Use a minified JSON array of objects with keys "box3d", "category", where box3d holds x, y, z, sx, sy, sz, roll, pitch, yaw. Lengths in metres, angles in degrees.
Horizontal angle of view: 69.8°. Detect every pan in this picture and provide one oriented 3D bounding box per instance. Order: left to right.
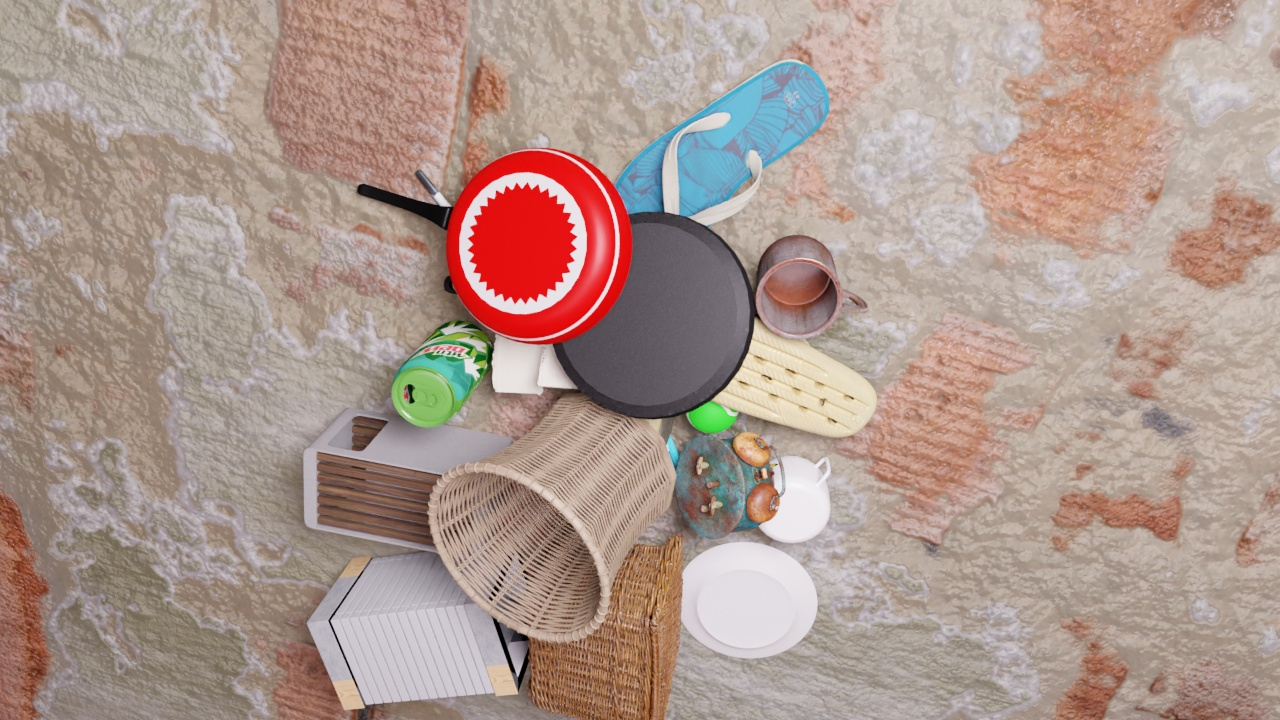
[{"box3d":[-0.178,-0.145,0.997,0.356,0.067,0.209,20,98,18],"category":"pan"},{"box3d":[-0.055,-0.059,0.999,0.357,0.034,0.225,10,93,12],"category":"pan"}]

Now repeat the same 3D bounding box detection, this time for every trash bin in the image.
[{"box3d":[-0.290,0.153,1.162,0.229,0.114,0.115,10,114,4],"category":"trash bin"},{"box3d":[-0.281,0.351,1.229,0.247,0.142,0.142,-9,111,12],"category":"trash bin"}]

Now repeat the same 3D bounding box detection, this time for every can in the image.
[{"box3d":[-0.231,0.014,1.079,0.083,0.143,0.083,3,113,7],"category":"can"}]

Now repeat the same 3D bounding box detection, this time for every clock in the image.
[{"box3d":[0.106,0.144,1.082,0.158,0.073,0.121,-26,70,47],"category":"clock"}]

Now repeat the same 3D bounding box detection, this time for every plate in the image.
[{"box3d":[0.140,0.328,1.227,0.189,0.016,0.189,3,113,7],"category":"plate"}]

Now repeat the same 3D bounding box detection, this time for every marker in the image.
[{"box3d":[-0.212,-0.160,1.076,0.011,0.011,0.152,-33,104,19],"category":"marker"}]

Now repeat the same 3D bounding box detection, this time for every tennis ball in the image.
[{"box3d":[0.085,0.054,1.093,0.065,0.065,0.065,3,113,7],"category":"tennis ball"}]

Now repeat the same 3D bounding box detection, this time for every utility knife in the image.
[{"box3d":[0.041,0.128,1.159,0.022,0.015,0.118,-19,106,16],"category":"utility knife"}]

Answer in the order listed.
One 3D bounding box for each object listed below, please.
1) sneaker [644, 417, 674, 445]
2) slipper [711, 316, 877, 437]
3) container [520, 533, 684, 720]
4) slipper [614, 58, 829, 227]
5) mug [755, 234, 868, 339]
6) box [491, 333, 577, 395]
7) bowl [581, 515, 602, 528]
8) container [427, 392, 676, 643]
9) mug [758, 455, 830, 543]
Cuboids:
[{"box3d":[-0.006,0.006,1.084,0.102,0.088,0.242,13,115,16],"category":"sneaker"},{"box3d":[0.150,0.010,1.060,0.261,0.079,0.111,24,111,-14],"category":"slipper"},{"box3d":[-0.048,0.353,1.179,0.183,0.161,0.250,7,121,10],"category":"container"},{"box3d":[0.072,-0.208,0.990,0.295,0.060,0.118,-37,100,20],"category":"slipper"},{"box3d":[0.187,-0.079,1.002,0.123,0.110,0.096,18,119,0],"category":"mug"},{"box3d":[-0.108,-0.054,1.060,0.145,0.066,0.185,1,85,7],"category":"box"},{"box3d":[-0.044,0.186,1.181,0.110,0.040,0.110,3,113,7],"category":"bowl"},{"box3d":[-0.087,0.162,1.029,0.227,0.195,0.227,16,124,24],"category":"container"},{"box3d":[0.191,0.164,1.122,0.094,0.068,0.116,38,112,-8],"category":"mug"}]
